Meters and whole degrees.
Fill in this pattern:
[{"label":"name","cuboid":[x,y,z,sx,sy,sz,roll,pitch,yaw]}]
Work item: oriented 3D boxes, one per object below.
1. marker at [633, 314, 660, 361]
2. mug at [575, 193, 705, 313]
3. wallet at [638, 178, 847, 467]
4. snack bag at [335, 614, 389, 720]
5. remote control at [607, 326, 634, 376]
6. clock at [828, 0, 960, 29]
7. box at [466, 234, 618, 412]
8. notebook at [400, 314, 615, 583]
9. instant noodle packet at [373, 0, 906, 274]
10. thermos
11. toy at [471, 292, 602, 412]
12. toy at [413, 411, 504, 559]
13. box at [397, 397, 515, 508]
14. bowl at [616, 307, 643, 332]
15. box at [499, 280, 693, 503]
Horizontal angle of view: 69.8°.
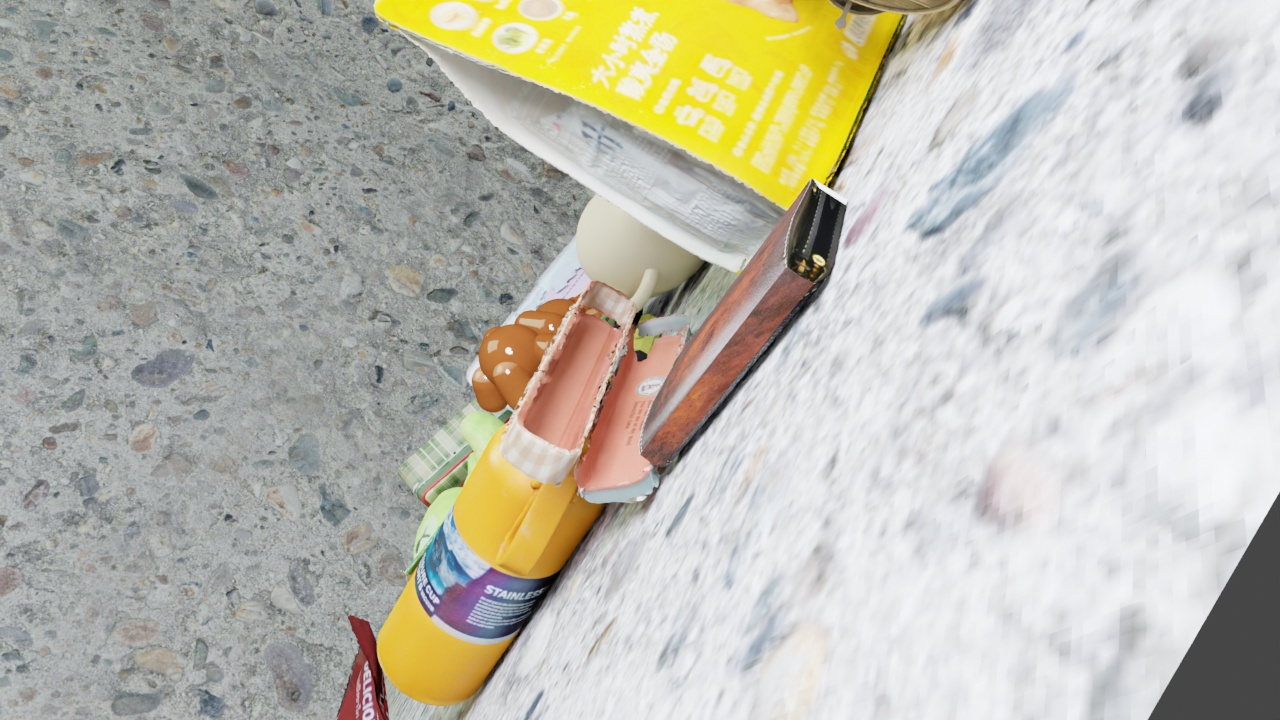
[{"label":"marker","cuboid":[-0.004,0.004,0.682,0.017,0.021,0.123,-9,31,19]},{"label":"mug","cuboid":[0.007,-0.092,0.717,0.100,0.096,0.120,-19,54,65]},{"label":"wallet","cuboid":[0.040,-0.014,0.387,0.123,0.019,0.072,-55,8,42]},{"label":"snack bag","cuboid":[-0.194,0.280,0.608,0.138,0.066,0.208,-113,35,-41]},{"label":"remote control","cuboid":[-0.017,-0.002,0.793,0.049,0.024,0.143,-64,1,3]},{"label":"clock","cuboid":[0.098,-0.173,0.378,0.141,0.093,0.054,7,-73,-87]},{"label":"box","cuboid":[-0.057,-0.034,0.836,0.201,0.077,0.146,-53,27,-15]},{"label":"notebook","cuboid":[-0.098,0.076,0.715,0.252,0.010,0.182,-54,-3,-23]},{"label":"instant noodle packet","cuboid":[0.003,-0.164,0.465,0.162,0.221,0.084,-62,3,-29]},{"label":"thermos","cuboid":[-0.077,0.111,0.541,0.233,0.076,0.091,-57,42,26]},{"label":"toy","cuboid":[-0.076,-0.013,0.730,0.095,0.065,0.127,8,37,43]},{"label":"toy","cuboid":[-0.157,0.160,0.881,0.150,0.107,0.197,-106,31,-49]},{"label":"box","cuboid":[-0.154,0.084,0.991,0.205,0.051,0.118,-41,-28,-12]},{"label":"bowl","cuboid":[-0.047,-0.033,0.945,0.120,0.066,0.120,-26,9,4]},{"label":"box","cuboid":[-0.015,0.011,0.479,0.042,0.082,0.186,-59,7,28]}]
